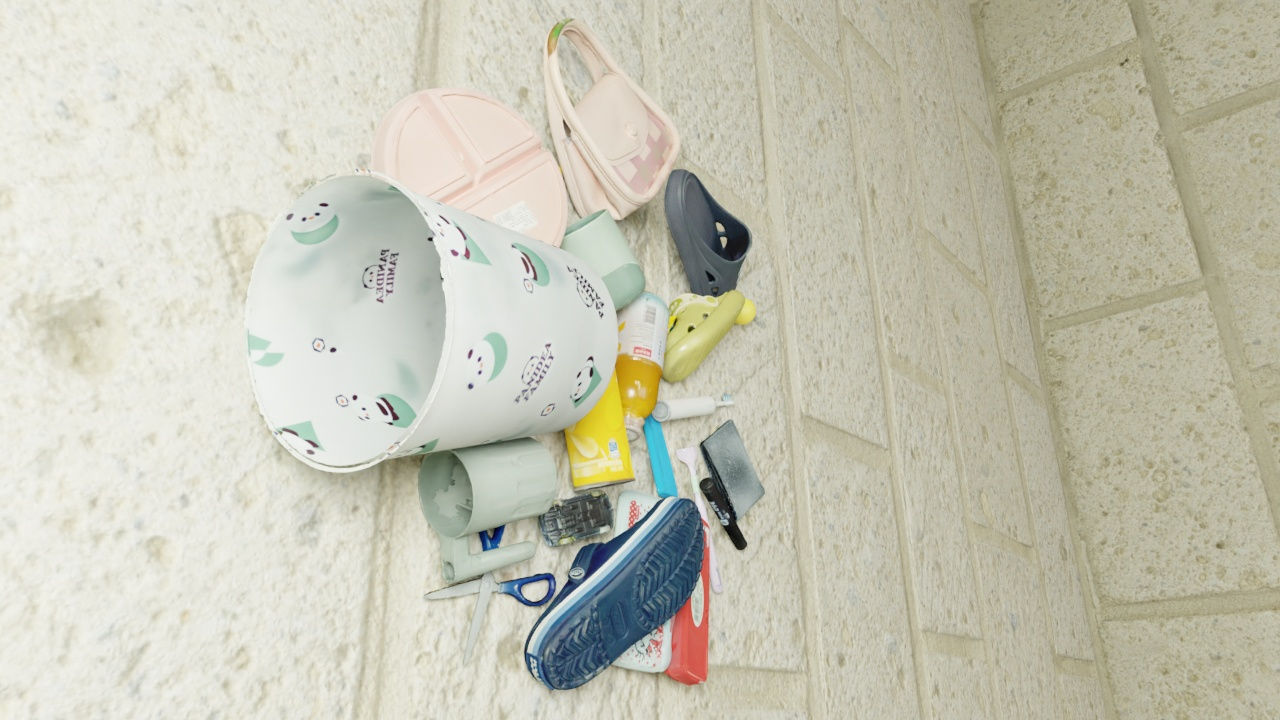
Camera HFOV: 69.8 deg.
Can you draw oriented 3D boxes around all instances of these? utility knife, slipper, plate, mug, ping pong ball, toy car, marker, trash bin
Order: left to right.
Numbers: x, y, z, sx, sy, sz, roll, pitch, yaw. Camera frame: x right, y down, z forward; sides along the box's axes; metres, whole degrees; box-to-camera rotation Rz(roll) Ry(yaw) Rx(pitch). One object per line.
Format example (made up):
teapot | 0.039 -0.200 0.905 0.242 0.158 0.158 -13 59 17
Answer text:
trash bin | -0.161 -0.024 0.792 0.251 0.230 0.229 5 71 -58
plate | -0.169 -0.185 0.964 0.229 0.028 0.229 15 65 -36
mug | -0.140 0.136 0.857 0.103 0.084 0.124 -5 95 -48
toy car | -0.069 0.169 0.982 0.105 0.031 0.049 -3 79 -52
mug | -0.049 -0.118 1.100 0.106 0.082 0.111 59 6 -16
slipper | -0.029 0.240 0.962 0.252 0.095 0.105 -39 126 -35
utility knife | 0.014 0.079 1.142 0.034 0.018 0.191 5 69 -59
slipper | 0.069 -0.044 1.230 0.081 0.092 0.190 35 45 13
slipper | 0.105 -0.155 1.259 0.268 0.083 0.110 59 37 -51
marker | 0.109 0.200 1.196 0.022 0.020 0.132 -92 157 -52
ping pong ball | 0.153 -0.074 1.372 0.040 0.040 0.040 26 56 -45

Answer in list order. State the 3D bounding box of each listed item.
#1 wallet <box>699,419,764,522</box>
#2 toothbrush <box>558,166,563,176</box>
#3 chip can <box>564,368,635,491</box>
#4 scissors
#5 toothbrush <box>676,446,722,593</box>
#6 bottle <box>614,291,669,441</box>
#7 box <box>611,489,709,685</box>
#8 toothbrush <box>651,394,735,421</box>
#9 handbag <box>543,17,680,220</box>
wallet | 0.127 0.150 1.263 0.097 0.019 0.121 -30 99 -56
toothbrush | -0.104 -0.231 1.122 0.018 0.016 0.190 45 42 -16
chip can | -0.059 0.035 1.021 0.072 0.072 0.213 3 74 -52
scissors | -0.140 0.209 0.885 0.162 0.012 0.175 33 49 -43
toothbrush | 0.079 0.204 1.175 0.029 0.021 0.189 -11 85 -16
bottle | -0.007 0.006 1.103 0.068 0.068 0.189 37 48 -38
box | 0.028 0.260 1.057 0.161 0.060 0.200 30 52 -38
toothbrush | 0.077 0.060 1.218 0.220 0.027 0.026 -2 68 -61
handbag | -0.052 -0.308 1.141 0.234 0.094 0.192 59 36 -27
